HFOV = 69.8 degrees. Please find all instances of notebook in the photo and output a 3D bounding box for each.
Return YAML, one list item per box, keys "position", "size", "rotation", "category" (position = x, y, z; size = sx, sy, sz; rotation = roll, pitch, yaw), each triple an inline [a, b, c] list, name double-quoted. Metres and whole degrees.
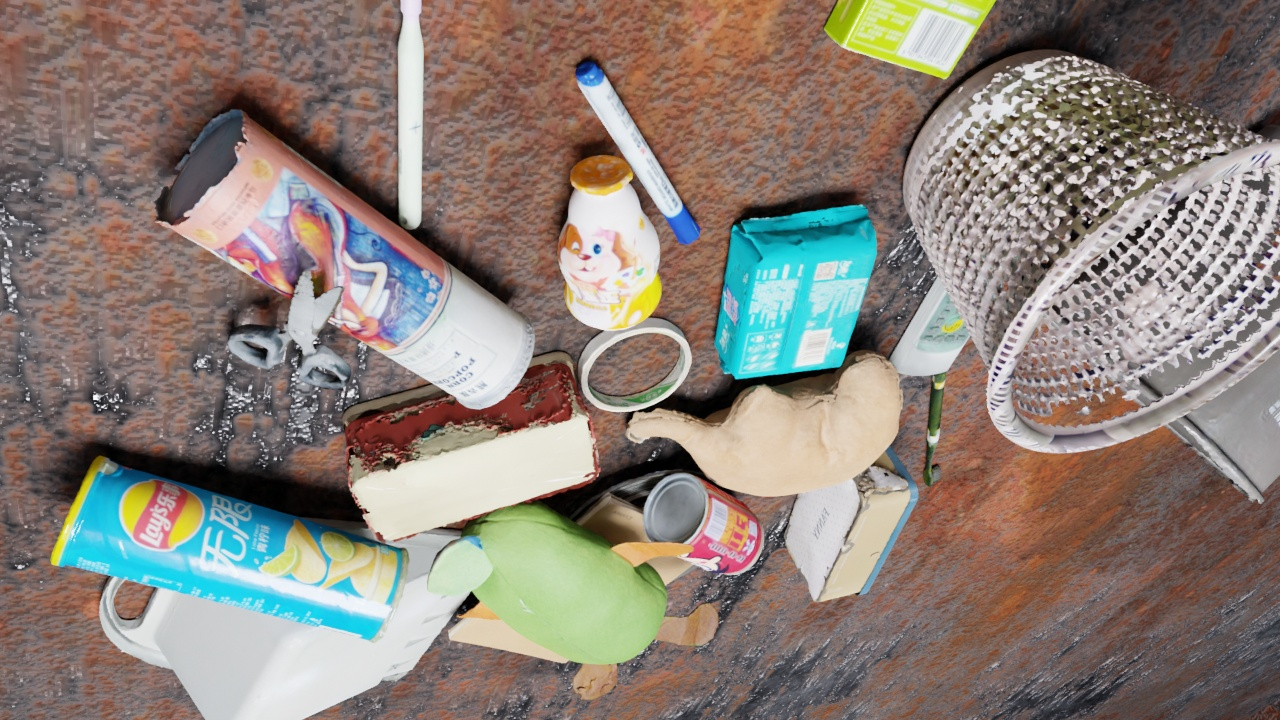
- position: [-0.050, 0.206, 0.832]
  size: [0.212, 0.012, 0.149]
  rotation: [-42, 134, 20]
  category: "notebook"

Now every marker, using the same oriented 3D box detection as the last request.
- position: [0.001, -0.121, 0.554]
  size: [0.017, 0.017, 0.146]
  rotation: [-31, 137, 8]
  category: "marker"

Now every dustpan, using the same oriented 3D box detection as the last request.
- position: [-0.284, 0.198, 0.761]
  size: [0.257, 0.142, 0.223]
  rotation: [-15, 147, -55]
  category: "dustpan"

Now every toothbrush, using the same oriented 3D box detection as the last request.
- position: [-0.122, -0.146, 0.476]
  size: [0.020, 0.029, 0.190]
  rotation: [-45, 157, -42]
  category: "toothbrush"
- position: [0.280, 0.063, 0.866]
  size: [0.017, 0.012, 0.186]
  rotation: [-24, 138, -8]
  category: "toothbrush"

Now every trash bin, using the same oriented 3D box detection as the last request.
- position: [0.481, -0.039, 0.725]
  size: [0.199, 0.198, 0.220]
  rotation: [28, 112, -41]
  category: "trash bin"
- position: [0.275, -0.085, 0.577]
  size: [0.227, 0.192, 0.228]
  rotation: [-12, 137, -12]
  category: "trash bin"

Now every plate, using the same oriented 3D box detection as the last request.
- position: [0.002, 0.153, 0.830]
  size: [0.179, 0.024, 0.180]
  rotation: [-13, 135, -13]
  category: "plate"

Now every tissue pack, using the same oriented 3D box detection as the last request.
- position: [0.107, -0.048, 0.649]
  size: [0.093, 0.050, 0.134]
  rotation: [-7, 135, -14]
  category: "tissue pack"

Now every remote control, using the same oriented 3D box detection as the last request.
- position: [0.253, -0.041, 0.742]
  size: [0.056, 0.019, 0.135]
  rotation: [0, 133, -23]
  category: "remote control"

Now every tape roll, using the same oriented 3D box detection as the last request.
- position: [-0.004, 0.004, 0.681]
  size: [0.085, 0.014, 0.086]
  rotation: [-12, 136, -12]
  category: "tape roll"

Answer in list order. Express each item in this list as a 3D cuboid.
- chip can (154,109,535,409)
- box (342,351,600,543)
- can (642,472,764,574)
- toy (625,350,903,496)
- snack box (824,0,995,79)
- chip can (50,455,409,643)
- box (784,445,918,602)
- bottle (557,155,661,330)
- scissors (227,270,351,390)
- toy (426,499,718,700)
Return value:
- position: [-0.155, -0.049, 0.521]
  size: [0.071, 0.071, 0.214]
  rotation: [-37, 135, 15]
  category: "chip can"
- position: [-0.116, 0.066, 0.647]
  size: [0.168, 0.080, 0.091]
  rotation: [-16, 138, -9]
  category: "box"
- position: [0.055, 0.140, 0.772]
  size: [0.067, 0.066, 0.093]
  rotation: [-40, 135, 18]
  category: "can"
- position: [0.103, 0.061, 0.743]
  size: [0.226, 0.082, 0.144]
  rotation: [-13, 133, -6]
  category: "toy"
- position: [0.175, -0.238, 0.503]
  size: [0.085, 0.026, 0.157]
  rotation: [4, 131, -27]
  category: "snack box"
- position: [-0.268, 0.130, 0.619]
  size: [0.210, 0.071, 0.071]
  rotation: [23, 122, -23]
  category: "chip can"
- position: [0.191, 0.152, 0.862]
  size: [0.061, 0.089, 0.185]
  rotation: [-9, 138, -17]
  category: "box"
- position: [-0.020, -0.071, 0.562]
  size: [0.063, 0.063, 0.109]
  rotation: [-15, 137, -9]
  category: "bottle"
- position: [-0.196, -0.018, 0.509]
  size: [0.147, 0.014, 0.172]
  rotation: [9, 158, 14]
  category: "scissors"
- position: [-0.053, 0.185, 0.735]
  size: [0.227, 0.089, 0.247]
  rotation: [-26, 128, 21]
  category: "toy"
